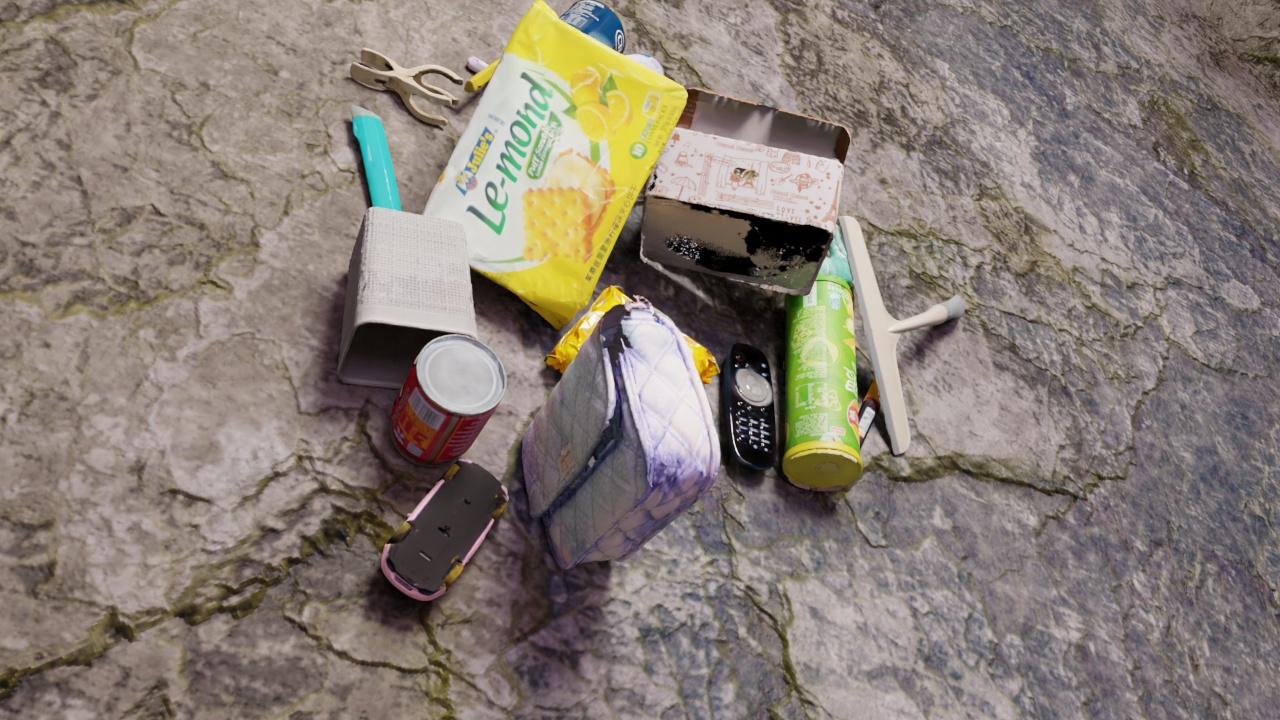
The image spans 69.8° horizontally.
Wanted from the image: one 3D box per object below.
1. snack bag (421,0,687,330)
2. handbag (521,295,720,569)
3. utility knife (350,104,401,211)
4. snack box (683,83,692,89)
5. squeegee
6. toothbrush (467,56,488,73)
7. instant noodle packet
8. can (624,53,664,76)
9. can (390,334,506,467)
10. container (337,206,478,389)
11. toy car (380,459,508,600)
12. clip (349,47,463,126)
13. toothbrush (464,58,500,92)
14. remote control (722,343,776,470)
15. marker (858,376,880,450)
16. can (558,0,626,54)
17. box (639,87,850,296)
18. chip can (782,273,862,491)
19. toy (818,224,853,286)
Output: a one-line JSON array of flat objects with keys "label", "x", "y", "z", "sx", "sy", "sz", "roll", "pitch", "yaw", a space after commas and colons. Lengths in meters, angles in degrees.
[{"label": "snack bag", "x": -0.075, "y": -0.166, "z": 0.793, "sx": 0.158, "sy": 0.068, "sz": 0.246, "roll": 27, "pitch": 90, "yaw": -6}, {"label": "handbag", "x": -0.025, "y": 0.062, "z": 0.655, "sx": 0.075, "sy": 0.194, "sz": 0.134, "roll": -1, "pitch": 60, "yaw": -28}, {"label": "utility knife", "x": -0.224, "y": -0.138, "z": 0.798, "sx": 0.029, "sy": 0.013, "sz": 0.207, "roll": -5, "pitch": 65, "yaw": -29}, {"label": "snack box", "x": 0.050, "y": -0.236, "z": 1.003, "sx": 0.125, "sy": 0.053, "sz": 0.113, "roll": 38, "pitch": 48, "yaw": -9}, {"label": "squeegee", "x": 0.314, "y": -0.047, "z": 0.999, "sx": 0.245, "sy": 0.039, "sz": 0.246, "roll": -15, "pitch": 92, "yaw": -49}, {"label": "toothbrush", "x": -0.097, "y": -0.258, "z": 0.949, "sx": 0.189, "sy": 0.021, "sz": 0.029, "roll": 33, "pitch": 50, "yaw": -5}, {"label": "instant noodle packet", "x": -0.005, "y": 0.005, "z": 0.807, "sx": 0.128, "sy": 0.044, "sz": 0.110, "roll": 37, "pitch": 55, "yaw": 2}, {"label": "can", "x": -0.014, "y": -0.293, "z": 0.964, "sx": 0.053, "sy": 0.053, "sz": 0.134, "roll": 38, "pitch": 24, "yaw": -2}, {"label": "can", "x": -0.144, "y": 0.032, "z": 0.674, "sx": 0.066, "sy": 0.094, "sz": 0.066, "roll": 15, "pitch": 53, "yaw": -21}, {"label": "container", "x": -0.181, "y": -0.049, "z": 0.709, "sx": 0.090, "sy": 0.090, "sz": 0.114, "roll": 8, "pitch": 56, "yaw": -26}, {"label": "toy car", "x": -0.140, "y": 0.121, "z": 0.657, "sx": 0.056, "sy": 0.037, "sz": 0.122, "roll": 40, "pitch": 36, "yaw": -5}, {"label": "clip", "x": -0.216, "y": -0.272, "z": 0.883, "sx": 0.104, "sy": 0.035, "sz": 0.083, "roll": 34, "pitch": 51, "yaw": 5}, {"label": "toothbrush", "x": -0.130, "y": -0.312, "z": 0.951, "sx": 0.016, "sy": 0.016, "sz": 0.189, "roll": 38, "pitch": 40, "yaw": -5}, {"label": "remote control", "x": 0.099, "y": 0.044, "z": 0.853, "sx": 0.053, "sy": 0.024, "sz": 0.136, "roll": 16, "pitch": 52, "yaw": -18}, {"label": "marker", "x": 0.229, "y": 0.055, "z": 0.928, "sx": 0.018, "sy": 0.015, "sz": 0.123, "roll": 36, "pitch": 51, "yaw": -2}, {"label": "can", "x": -0.071, "y": -0.325, "z": 0.972, "sx": 0.075, "sy": 0.076, "sz": 0.110, "roll": 35, "pitch": 49, "yaw": -5}, {"label": "box", "x": 0.106, "y": -0.177, "z": 0.891, "sx": 0.182, "sy": 0.153, "sz": 0.177, "roll": 13, "pitch": 69, "yaw": 3}, {"label": "chip can", "x": 0.174, "y": 0.013, "z": 0.885, "sx": 0.072, "sy": 0.073, "sz": 0.220, "roll": 20, "pitch": 52, "yaw": -17}, {"label": "toy", "x": 0.205, "y": -0.104, "z": 1.007, "sx": 0.091, "sy": 0.030, "sz": 0.096, "roll": -4, "pitch": 82, "yaw": -35}]
